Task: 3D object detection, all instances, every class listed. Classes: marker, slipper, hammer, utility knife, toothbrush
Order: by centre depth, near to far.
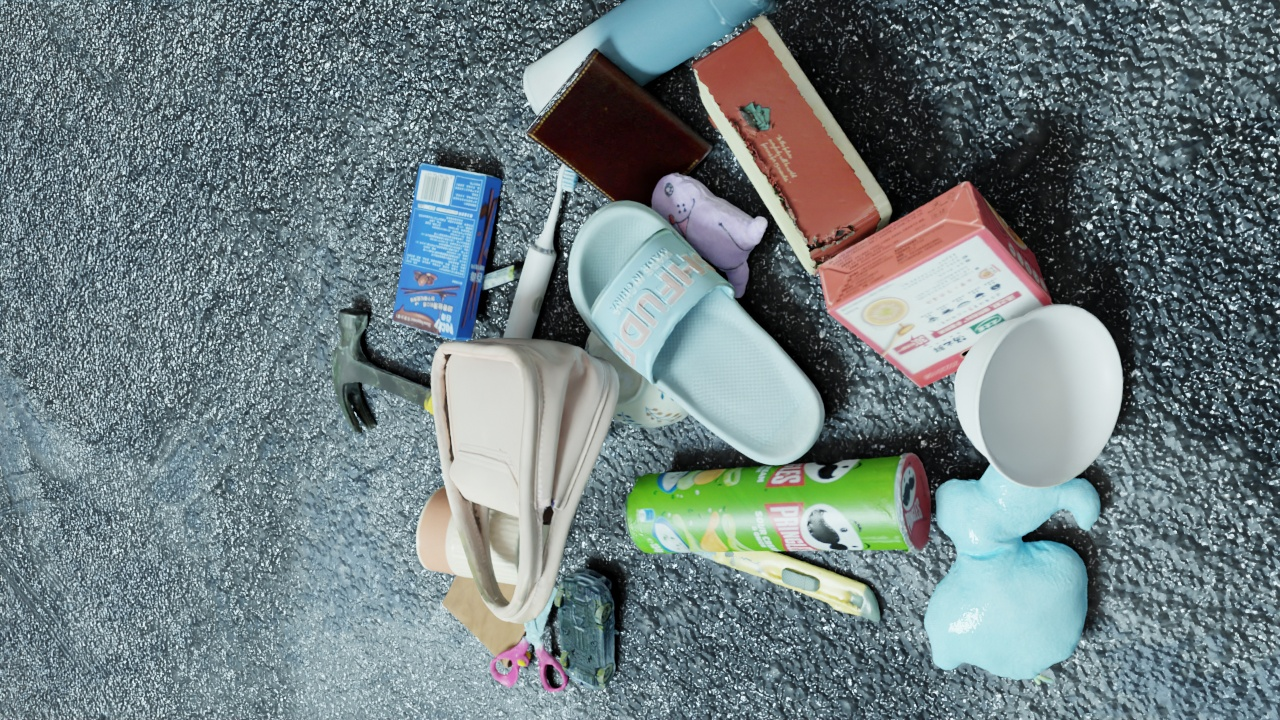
[{"bbox_3d":[0.039,-0.018,0.695,0.245,0.074,0.104,45,93,6],"label":"slipper"},{"bbox_3d":[0.116,0.175,0.760,0.173,0.018,0.031,15,100,34],"label":"utility knife"},{"bbox_3d":[-0.096,-0.074,0.839,0.026,0.026,0.221,24,110,13],"label":"toothbrush"},{"bbox_3d":[-0.153,-0.074,0.882,0.124,0.015,0.018,-14,91,30],"label":"marker"},{"bbox_3d":[-0.191,0.048,0.917,0.324,0.031,0.126,18,108,28],"label":"hammer"}]

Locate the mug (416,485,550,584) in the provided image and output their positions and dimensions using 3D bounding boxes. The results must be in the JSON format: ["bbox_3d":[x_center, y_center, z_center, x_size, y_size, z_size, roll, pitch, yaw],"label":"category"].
[{"bbox_3d":[-0.141,0.153,0.877,0.106,0.082,0.114,5,66,22],"label":"mug"}]

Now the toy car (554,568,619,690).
[{"bbox_3d":[-0.049,0.253,0.861,0.054,0.036,0.121,13,115,29],"label":"toy car"}]

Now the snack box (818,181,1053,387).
[{"bbox_3d":[0.204,-0.046,0.621,0.113,0.127,0.044,-30,46,31],"label":"snack box"}]

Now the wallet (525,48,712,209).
[{"bbox_3d":[-0.018,-0.177,0.739,0.122,0.020,0.097,36,127,-19],"label":"wallet"}]

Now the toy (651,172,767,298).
[{"bbox_3d":[0.051,-0.107,0.733,0.108,0.038,0.084,37,141,22],"label":"toy"}]

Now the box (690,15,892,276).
[{"bbox_3d":[0.100,-0.145,0.657,0.079,0.091,0.168,-31,80,7],"label":"box"}]

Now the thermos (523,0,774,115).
[{"bbox_3d":[0.007,-0.257,0.722,0.221,0.070,0.070,-23,86,32],"label":"thermos"}]

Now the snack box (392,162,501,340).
[{"bbox_3d":[-0.186,-0.104,0.877,0.085,0.026,0.157,16,97,29],"label":"snack box"}]

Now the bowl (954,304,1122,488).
[{"bbox_3d":[0.249,0.019,0.608,0.065,0.118,0.118,-159,66,-67],"label":"bowl"}]

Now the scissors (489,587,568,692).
[{"bbox_3d":[-0.095,0.272,0.890,0.096,0.017,0.137,24,113,-1],"label":"scissors"}]

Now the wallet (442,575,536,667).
[{"bbox_3d":[-0.145,0.237,0.928,0.101,0.020,0.115,37,112,23],"label":"wallet"}]

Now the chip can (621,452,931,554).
[{"bbox_3d":[0.102,0.117,0.722,0.237,0.072,0.072,-9,94,33],"label":"chip can"}]

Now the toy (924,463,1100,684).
[{"bbox_3d":[0.259,0.151,0.643,0.162,0.049,0.156,-37,78,23],"label":"toy"}]

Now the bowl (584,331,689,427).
[{"bbox_3d":[-0.005,0.005,0.775,0.114,0.062,0.113,5,100,30],"label":"bowl"}]

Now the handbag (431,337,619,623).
[{"bbox_3d":[-0.106,0.099,0.759,0.194,0.093,0.234,2,87,57],"label":"handbag"}]
